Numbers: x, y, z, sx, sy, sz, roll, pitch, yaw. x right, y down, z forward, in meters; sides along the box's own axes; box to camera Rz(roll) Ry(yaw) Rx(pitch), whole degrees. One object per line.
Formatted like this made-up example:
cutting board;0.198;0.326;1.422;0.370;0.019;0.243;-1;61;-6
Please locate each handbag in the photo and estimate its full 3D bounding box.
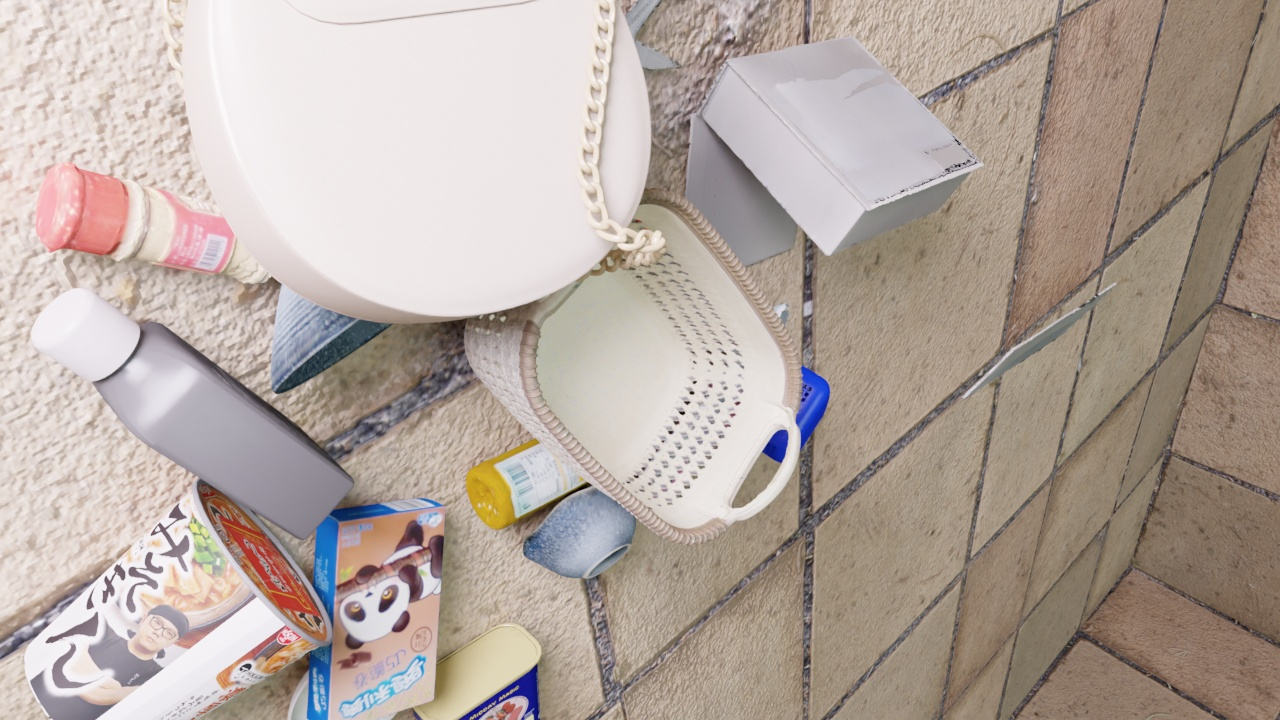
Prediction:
handbag;-0.094;-0.124;0.433;0.210;0.103;0.208;-22;102;-33

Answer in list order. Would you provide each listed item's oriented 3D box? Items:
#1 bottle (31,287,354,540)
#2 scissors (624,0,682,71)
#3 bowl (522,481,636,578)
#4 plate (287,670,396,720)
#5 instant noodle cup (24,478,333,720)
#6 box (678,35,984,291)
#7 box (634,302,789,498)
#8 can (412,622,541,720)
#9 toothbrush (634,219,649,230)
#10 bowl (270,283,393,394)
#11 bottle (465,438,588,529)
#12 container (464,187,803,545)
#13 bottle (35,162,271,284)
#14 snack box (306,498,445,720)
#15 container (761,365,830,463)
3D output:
bottle;-0.240;0.026;0.496;0.046;0.084;0.174;-50;139;-13
scissors;-0.049;-0.213;0.611;0.201;0.015;0.202;-54;139;-7
bowl;-0.042;0.149;0.780;0.110;0.055;0.110;-33;160;-14
plate;-0.222;0.247;0.697;0.104;0.026;0.104;-25;130;-35
instant noodle cup;-0.267;0.154;0.528;0.121;0.123;0.124;-38;137;-12
box;0.072;-0.140;0.844;0.167;0.423;0.173;-23;91;-37
box;0.062;0.042;0.833;0.201;0.038;0.152;-51;163;-12
can;-0.140;0.299;0.795;0.116;0.056;0.092;-25;131;-36
toothbrush;-0.028;-0.144;0.658;0.018;0.012;0.212;-55;148;-5
bowl;-0.171;-0.043;0.532;0.136;0.137;0.057;-39;97;-24
bottle;-0.052;0.076;0.754;0.185;0.053;0.053;-25;129;-37
container;-0.004;0.004;0.652;0.184;0.143;0.246;-54;126;-19
bottle;-0.242;-0.067;0.468;0.109;0.044;0.044;9;105;-50
snack box;-0.188;0.179;0.656;0.087;0.034;0.151;0;97;-47
container;0.147;0.053;0.920;0.096;0.058;0.114;-55;165;-9
